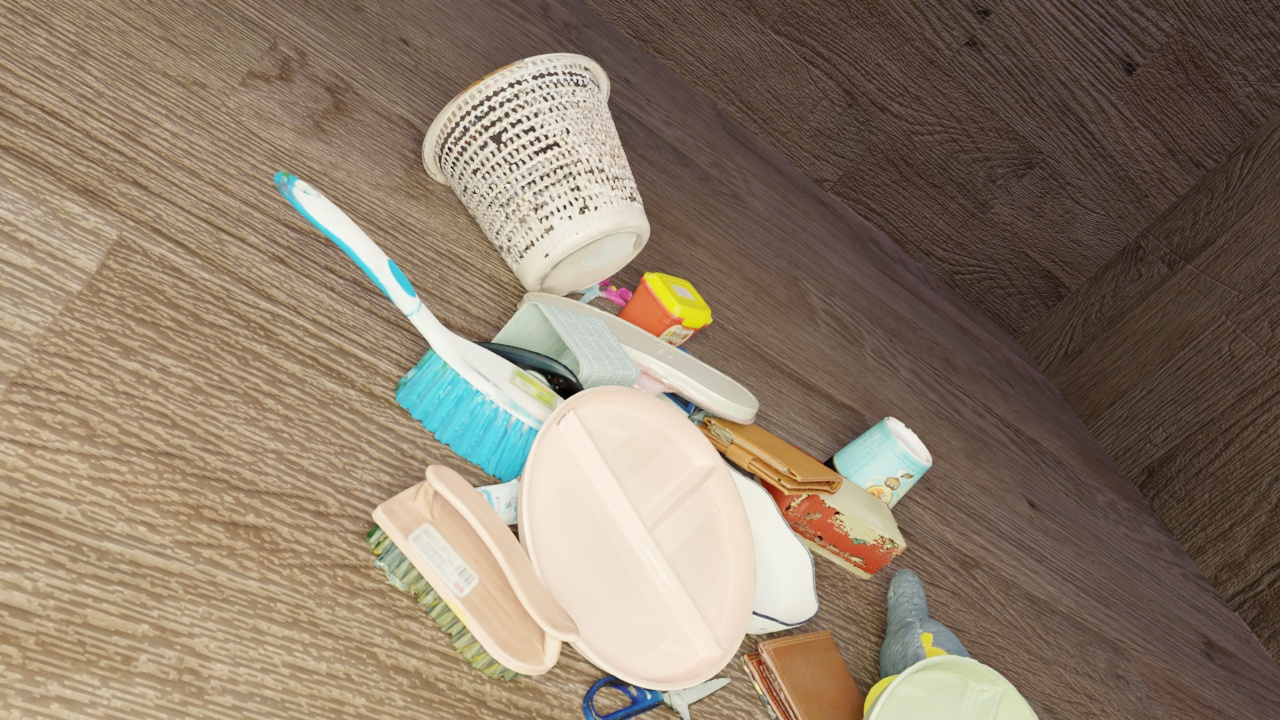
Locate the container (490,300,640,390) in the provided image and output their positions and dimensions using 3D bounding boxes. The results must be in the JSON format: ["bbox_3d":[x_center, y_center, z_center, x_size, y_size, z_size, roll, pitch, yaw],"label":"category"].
[{"bbox_3d":[-0.070,0.009,0.836,0.090,0.090,0.111,53,22,22],"label":"container"}]

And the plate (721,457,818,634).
[{"bbox_3d":[0.075,0.164,0.844,0.205,0.046,0.204,33,26,-19],"label":"plate"}]

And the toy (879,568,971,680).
[{"bbox_3d":[0.282,0.323,0.841,0.138,0.091,0.355,41,22,-34],"label":"toy"}]

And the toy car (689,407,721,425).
[{"bbox_3d":[0.075,0.070,1.014,0.034,0.043,0.090,13,22,19],"label":"toy car"}]

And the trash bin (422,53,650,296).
[{"bbox_3d":[-0.095,-0.185,1.000,0.227,0.228,0.192,-5,64,-60],"label":"trash bin"}]

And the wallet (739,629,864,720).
[{"bbox_3d":[0.148,0.283,0.774,0.124,0.032,0.101,11,42,-50],"label":"wallet"}]

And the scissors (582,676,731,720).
[{"bbox_3d":[0.022,0.249,0.655,0.162,0.012,0.175,24,28,-35],"label":"scissors"}]

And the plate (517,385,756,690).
[{"bbox_3d":[0.000,0.129,0.689,0.229,0.028,0.229,24,52,-35],"label":"plate"}]

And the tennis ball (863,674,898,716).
[{"bbox_3d":[0.218,0.294,0.759,0.065,0.066,0.065,34,25,-18],"label":"tennis ball"}]

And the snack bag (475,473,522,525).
[{"bbox_3d":[-0.112,0.107,0.669,0.104,0.026,0.048,5,70,-52],"label":"snack bag"}]

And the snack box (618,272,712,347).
[{"bbox_3d":[0.026,-0.055,1.099,0.091,0.080,0.082,7,42,-53],"label":"snack box"}]

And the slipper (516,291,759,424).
[{"bbox_3d":[-0.006,0.006,0.957,0.274,0.054,0.114,25,16,-4],"label":"slipper"}]

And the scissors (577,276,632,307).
[{"bbox_3d":[-0.060,-0.092,1.114,0.137,0.017,0.093,0,48,-53],"label":"scissors"}]

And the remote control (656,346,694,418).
[{"bbox_3d":[0.045,0.027,1.057,0.049,0.024,0.124,40,27,-6],"label":"remote control"}]

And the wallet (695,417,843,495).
[{"bbox_3d":[0.130,0.098,0.942,0.132,0.031,0.107,30,13,37],"label":"wallet"}]

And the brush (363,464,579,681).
[{"bbox_3d":[-0.103,0.137,0.579,0.145,0.073,0.063,48,24,7],"label":"brush"}]

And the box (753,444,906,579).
[{"bbox_3d":[0.217,0.166,1.023,0.168,0.077,0.091,31,26,-23],"label":"box"}]

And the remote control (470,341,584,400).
[{"bbox_3d":[-0.100,0.009,0.762,0.136,0.053,0.024,13,50,26],"label":"remote control"}]

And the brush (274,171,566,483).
[{"bbox_3d":[-0.158,-0.009,0.695,0.314,0.110,0.060,35,27,-16],"label":"brush"}]

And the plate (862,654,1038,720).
[{"bbox_3d":[0.243,0.344,0.694,0.230,0.028,0.229,13,63,-27],"label":"plate"}]

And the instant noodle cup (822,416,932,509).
[{"bbox_3d":[0.288,0.135,1.130,0.111,0.121,0.111,34,25,-18],"label":"instant noodle cup"}]
